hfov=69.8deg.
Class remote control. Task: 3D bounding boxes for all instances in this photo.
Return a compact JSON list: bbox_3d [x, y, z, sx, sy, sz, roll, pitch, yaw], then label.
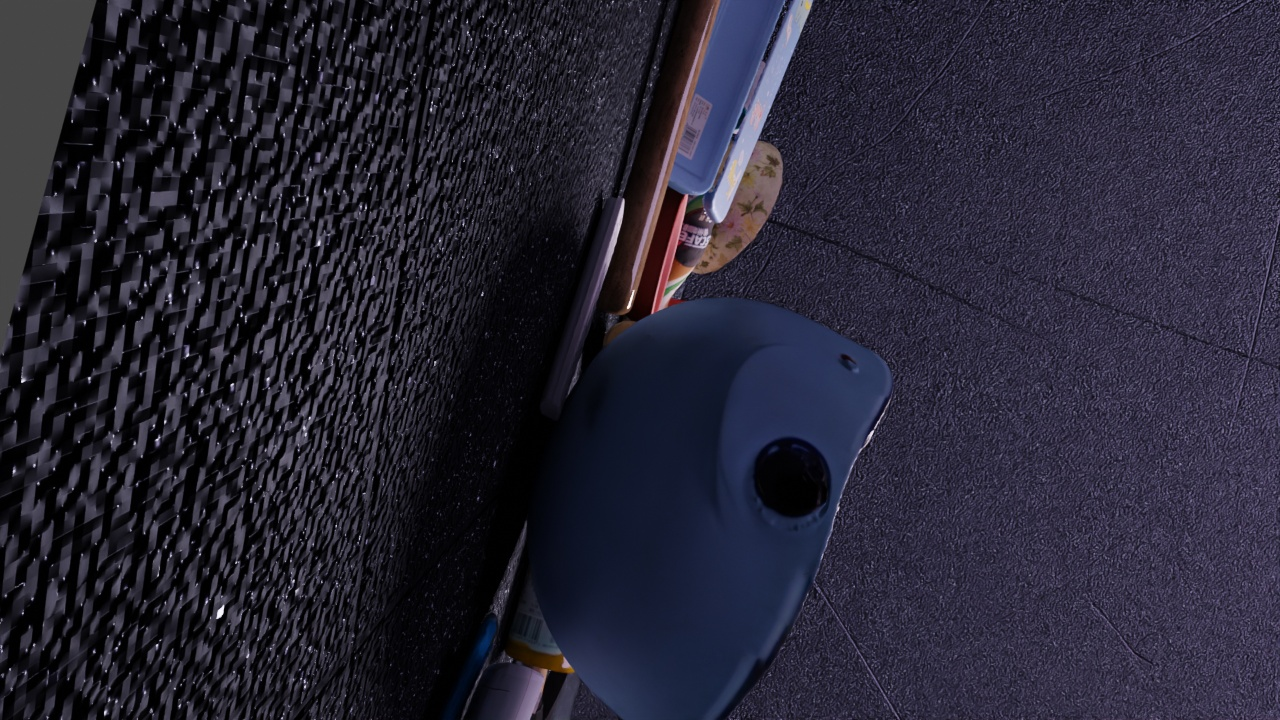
[{"bbox_3d":[-0.032,-0.031,0.515,0.033,0.012,0.130,103,3,-70],"label":"remote control"},{"bbox_3d":[-0.075,0.186,0.469,0.139,0.025,0.060,124,-11,-68],"label":"remote control"}]

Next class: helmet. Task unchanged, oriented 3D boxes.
[{"bbox_3d":[0.021,0.079,0.540,0.226,0.167,0.264,-55,-168,57],"label":"helmet"}]

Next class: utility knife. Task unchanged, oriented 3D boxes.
[{"bbox_3d":[-0.095,0.184,0.418,0.197,0.015,0.031,-67,172,-60],"label":"utility knife"}]

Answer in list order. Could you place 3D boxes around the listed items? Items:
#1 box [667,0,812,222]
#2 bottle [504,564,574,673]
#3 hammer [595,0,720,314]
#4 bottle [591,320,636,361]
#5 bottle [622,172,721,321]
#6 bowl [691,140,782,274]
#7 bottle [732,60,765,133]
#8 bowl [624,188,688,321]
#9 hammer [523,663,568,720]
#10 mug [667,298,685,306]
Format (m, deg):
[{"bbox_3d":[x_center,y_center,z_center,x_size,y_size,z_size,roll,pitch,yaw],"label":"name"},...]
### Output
[{"bbox_3d":[0.077,-0.214,0.687,0.126,0.039,0.209,24,87,-52],"label":"box"},{"bbox_3d":[-0.046,0.122,0.652,0.053,0.053,0.186,91,13,-77],"label":"bottle"},{"bbox_3d":[0.026,-0.184,0.585,0.129,0.040,0.322,1,106,-78],"label":"hammer"},{"bbox_3d":[-0.004,0.004,0.703,0.072,0.046,0.161,-36,170,-4],"label":"bottle"},{"bbox_3d":[0.025,-0.098,0.836,0.059,0.059,0.167,-67,180,-68],"label":"bottle"},{"bbox_3d":[0.065,-0.163,0.892,0.146,0.063,0.145,-41,-146,35],"label":"bowl"},{"bbox_3d":[0.088,-0.229,0.796,0.136,0.044,0.044,-70,174,-58],"label":"bottle"},{"bbox_3d":[0.007,-0.085,0.745,0.122,0.035,0.122,19,86,-87],"label":"bowl"},{"bbox_3d":[-0.068,0.183,0.741,0.132,0.040,0.306,-45,150,-77],"label":"hammer"},{"bbox_3d":[0.034,0.000,0.897,0.080,0.117,0.096,53,41,-39],"label":"mug"}]
